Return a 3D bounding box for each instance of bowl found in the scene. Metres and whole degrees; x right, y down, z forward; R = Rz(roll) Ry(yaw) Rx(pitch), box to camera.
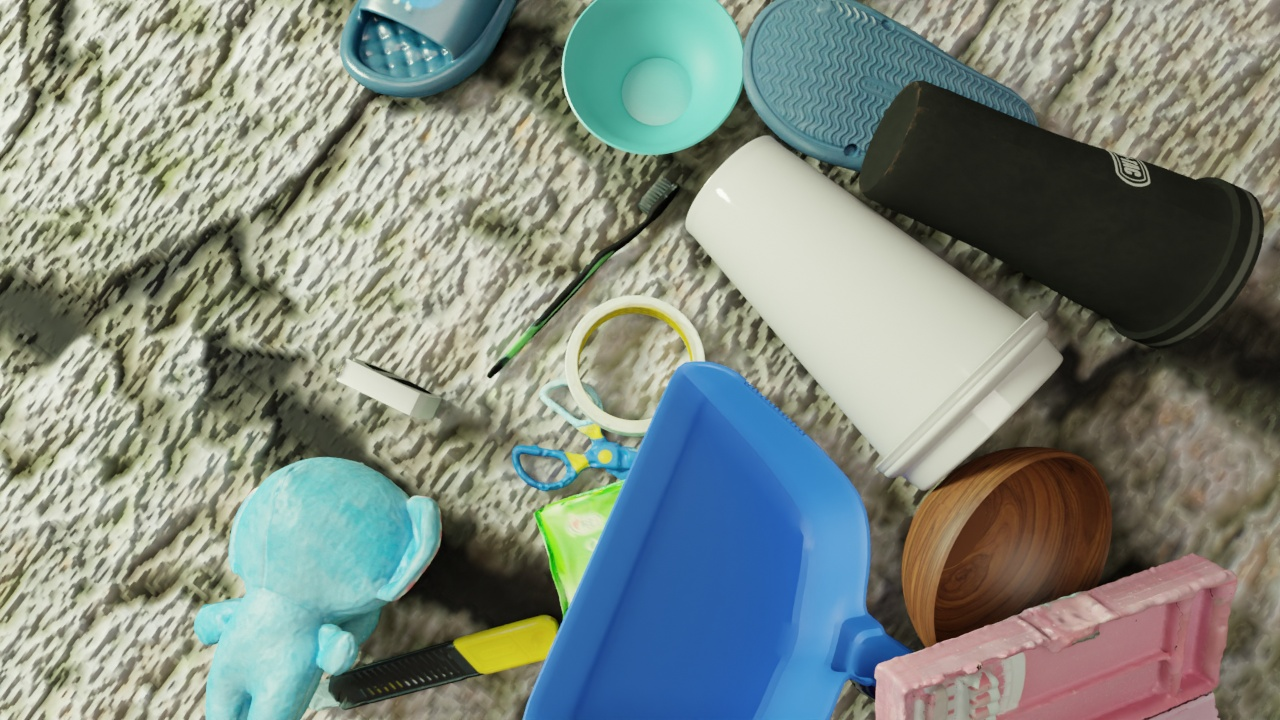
[{"bbox_3d":[0.209,0.114,0.562,0.147,0.069,0.147,-9,110,-26],"label":"bowl"},{"bbox_3d":[0.010,-0.193,0.629,0.121,0.046,0.121,0,84,5],"label":"bowl"}]

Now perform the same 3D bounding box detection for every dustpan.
[{"bbox_3d":[0.093,0.160,0.554,0.257,0.060,0.244,37,57,-18],"label":"dustpan"}]

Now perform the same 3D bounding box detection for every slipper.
[{"bbox_3d":[0.163,-0.163,0.607,0.213,0.059,0.103,21,83,-9],"label":"slipper"},{"bbox_3d":[-0.131,-0.278,0.644,0.104,0.059,0.213,31,86,5],"label":"slipper"}]

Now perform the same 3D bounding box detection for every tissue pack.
[{"bbox_3d":[-0.005,0.128,0.600,0.114,0.034,0.099,-17,89,1],"label":"tissue pack"}]

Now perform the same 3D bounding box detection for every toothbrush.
[{"bbox_3d":[-0.042,-0.057,0.637,0.188,0.014,0.017,-46,70,-1],"label":"toothbrush"}]

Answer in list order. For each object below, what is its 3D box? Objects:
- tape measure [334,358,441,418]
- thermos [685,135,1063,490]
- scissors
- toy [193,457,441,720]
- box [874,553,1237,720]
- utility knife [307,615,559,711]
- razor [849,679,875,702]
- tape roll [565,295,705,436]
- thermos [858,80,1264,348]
[{"bbox_3d":[-0.168,0.019,0.613,0.064,0.065,0.016,25,86,4],"label":"tape measure"},{"bbox_3d":[0.134,-0.038,0.571,0.131,0.131,0.222,-44,75,-1],"label":"thermos"},{"bbox_3d":[-0.020,0.055,0.626,0.133,0.020,0.097,8,87,4],"label":"scissors"},{"bbox_3d":[-0.205,0.150,0.584,0.184,0.115,0.180,1,65,26],"label":"toy"},{"bbox_3d":[0.247,0.222,0.536,0.232,0.051,0.180,-11,100,-17],"label":"box"},{"bbox_3d":[-0.143,0.206,0.615,0.186,0.020,0.028,-15,82,2],"label":"utility knife"},{"bbox_3d":[0.188,0.246,0.585,0.141,0.018,0.044,41,89,7],"label":"razor"},{"bbox_3d":[-0.004,0.004,0.618,0.094,0.019,0.094,0,78,-1],"label":"tape roll"},{"bbox_3d":[0.246,-0.091,0.550,0.218,0.106,0.106,21,86,-6],"label":"thermos"}]
